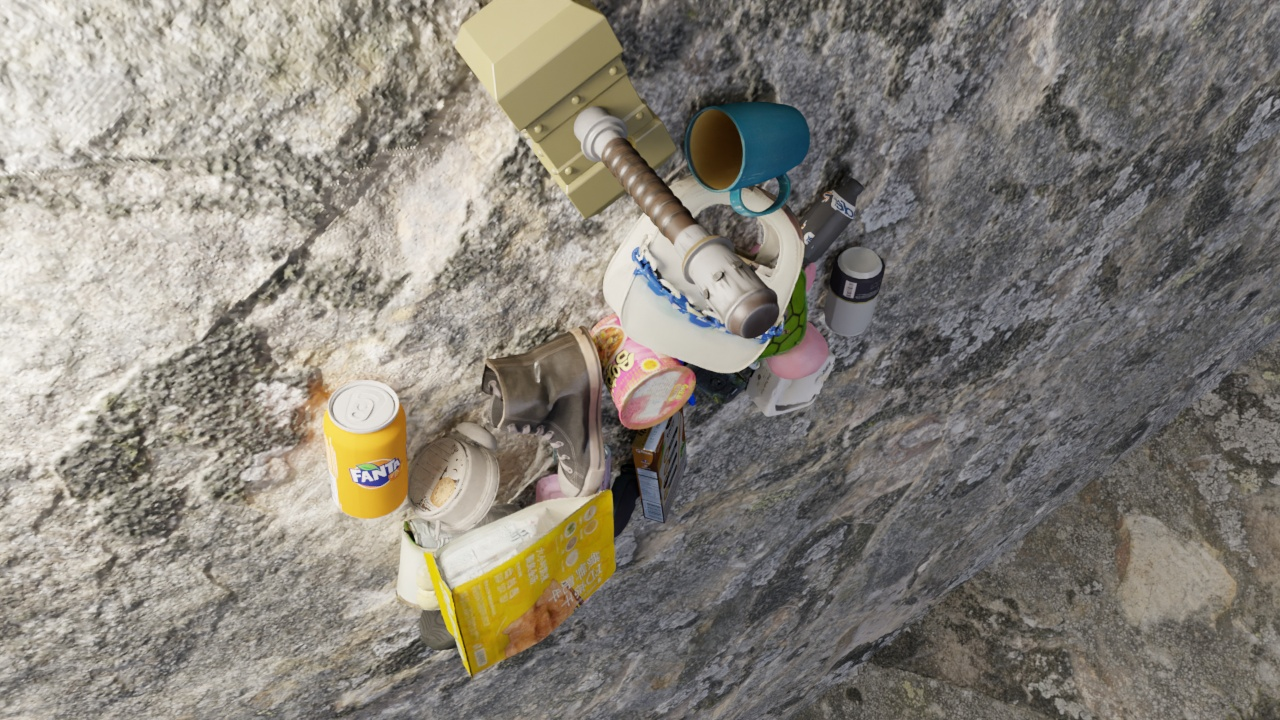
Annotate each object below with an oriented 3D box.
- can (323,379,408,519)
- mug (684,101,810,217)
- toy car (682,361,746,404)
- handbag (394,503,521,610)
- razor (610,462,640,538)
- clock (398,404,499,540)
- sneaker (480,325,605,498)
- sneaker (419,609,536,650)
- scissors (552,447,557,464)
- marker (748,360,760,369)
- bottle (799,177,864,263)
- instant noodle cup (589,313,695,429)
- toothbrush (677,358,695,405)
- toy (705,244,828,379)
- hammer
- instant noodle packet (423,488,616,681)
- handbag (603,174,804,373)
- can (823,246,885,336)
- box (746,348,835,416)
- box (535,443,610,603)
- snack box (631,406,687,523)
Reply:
[{"bbox_3d":[-0.279,0.093,0.938,0.079,0.079,0.143,-16,141,-26],"label":"can"},{"bbox_3d":[0.113,-0.199,0.903,0.104,0.085,0.112,-19,102,-34],"label":"mug"},{"bbox_3d":[0.093,0.019,1.202,0.105,0.033,0.048,30,113,-38],"label":"toy car"},{"bbox_3d":[-0.209,0.248,1.144,0.171,0.123,0.113,-7,122,-35],"label":"handbag"},{"bbox_3d":[-0.023,0.189,1.236,0.047,0.142,0.052,-15,118,27],"label":"razor"},{"bbox_3d":[-0.205,0.117,1.028,0.061,0.103,0.156,35,81,-47],"label":"clock"},{"bbox_3d":[-0.108,0.077,1.032,0.119,0.095,0.235,-14,134,-18],"label":"sneaker"},{"bbox_3d":[-0.193,0.341,1.289,0.237,0.101,0.143,-27,138,-22],"label":"sneaker"},{"bbox_3d":[-0.091,0.075,1.133,0.078,0.032,0.176,-24,148,-19],"label":"scissors"},{"bbox_3d":[0.123,-0.017,1.197,0.017,0.017,0.146,-42,144,10],"label":"marker"},{"bbox_3d":[0.218,-0.165,1.076,0.047,0.047,0.113,13,123,-47],"label":"bottle"},{"bbox_3d":[-0.006,0.006,1.037,0.097,0.108,0.098,-22,144,-18],"label":"instant noodle cup"},{"bbox_3d":[0.048,-0.004,1.129,0.018,0.016,0.183,-33,137,-12],"label":"toothbrush"},{"bbox_3d":[0.156,-0.052,1.124,0.190,0.088,0.238,-45,137,-5],"label":"toy"},{"bbox_3d":[0.000,-0.134,0.686,0.101,0.324,0.190,-37,145,2],"label":"hammer"},{"bbox_3d":[-0.125,0.247,1.070,0.221,0.084,0.163,-24,133,-25],"label":"instant noodle packet"},{"bbox_3d":[0.077,-0.092,0.967,0.200,0.093,0.200,17,114,-24],"label":"handbag"},{"bbox_3d":[0.278,-0.086,1.203,0.064,0.064,0.127,-23,143,-17],"label":"can"},{"bbox_3d":[0.216,0.026,1.278,0.102,0.076,0.107,-11,141,-29],"label":"box"},{"bbox_3d":[-0.076,0.224,1.203,0.149,0.073,0.202,-22,125,-41],"label":"box"},{"bbox_3d":[0.028,0.127,1.225,0.186,0.032,0.100,82,26,-52],"label":"snack box"}]
